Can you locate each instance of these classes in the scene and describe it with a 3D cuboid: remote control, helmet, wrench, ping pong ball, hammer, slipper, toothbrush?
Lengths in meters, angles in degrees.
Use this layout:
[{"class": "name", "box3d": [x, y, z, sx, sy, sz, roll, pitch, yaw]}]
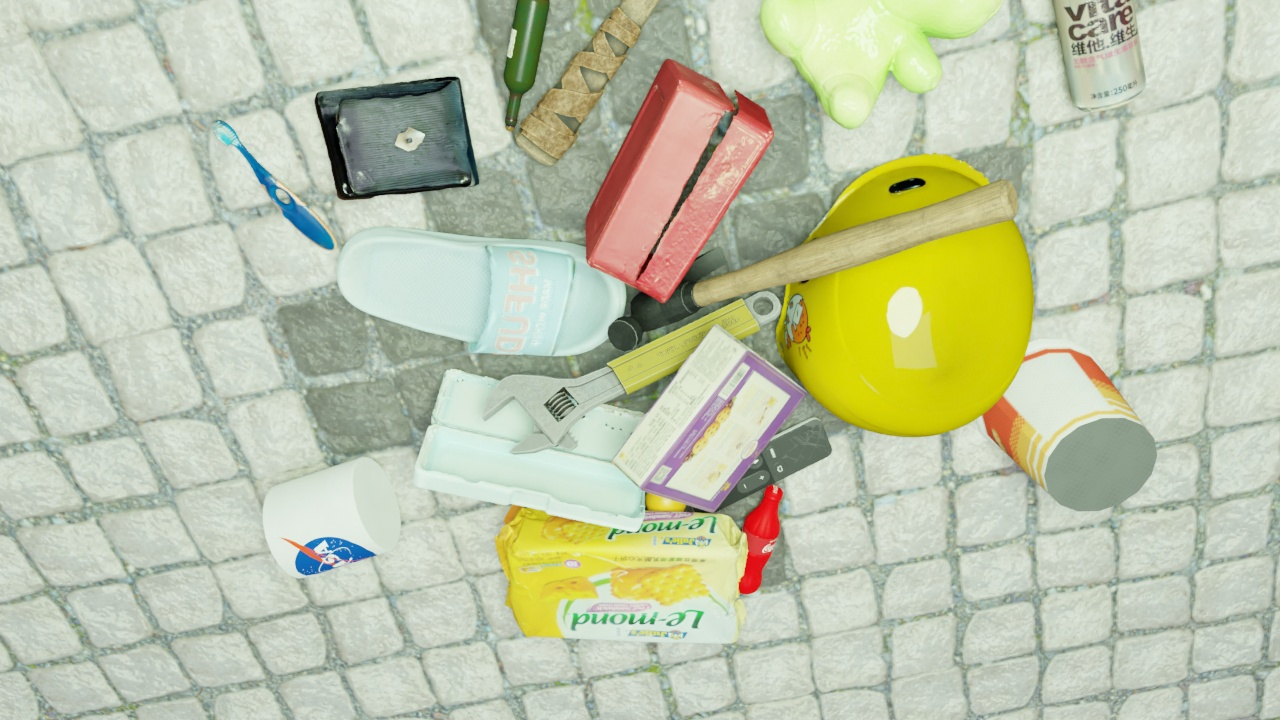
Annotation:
[{"class": "remote control", "box3d": [0.113, 0.103, 0.881, 0.146, 0.008, 0.045, -26, 114, 0]}, {"class": "helmet", "box3d": [0.231, -0.038, 0.757, 0.209, 0.139, 0.240, 10, 115, -7]}, {"class": "wrench", "box3d": [-0.005, 0.004, 0.787, 0.273, 0.018, 0.083, -27, 71, -3]}, {"class": "ping pong ball", "box3d": [0.025, 0.135, 0.890, 0.040, 0.040, 0.040, -1, 116, -2]}, {"class": "hammer", "box3d": [0.126, -0.076, 0.693, 0.306, 0.132, 0.040, -15, 106, 35]}, {"class": "slipper", "box3d": [-0.136, -0.053, 0.775, 0.245, 0.074, 0.104, 9, 116, -5]}, {"class": "toothbrush", "box3d": [-0.301, -0.142, 0.757, 0.022, 0.017, 0.135, -33, 112, 16]}, {"class": "hammer", "box3d": [0.008, -0.282, 0.686, 0.121, 0.048, 0.319, 35, 112, -14]}]

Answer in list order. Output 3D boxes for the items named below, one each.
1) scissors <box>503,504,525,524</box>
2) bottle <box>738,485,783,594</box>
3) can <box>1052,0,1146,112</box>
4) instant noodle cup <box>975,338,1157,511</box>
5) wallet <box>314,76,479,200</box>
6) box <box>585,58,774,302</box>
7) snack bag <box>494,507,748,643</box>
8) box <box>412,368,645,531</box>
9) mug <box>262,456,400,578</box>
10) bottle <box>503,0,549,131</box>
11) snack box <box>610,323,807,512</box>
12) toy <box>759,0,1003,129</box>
[{"class": "scissors", "box3d": [-0.096, 0.113, 0.892, 0.128, 0.011, 0.125, -25, 114, 12]}, {"class": "bottle", "box3d": [0.117, 0.177, 0.916, 0.036, 0.036, 0.119, 11, 115, -7]}, {"class": "can", "box3d": [0.346, -0.262, 0.698, 0.054, 0.054, 0.136, -21, 115, 8]}, {"class": "instant noodle cup", "box3d": [0.382, 0.062, 0.820, 0.123, 0.121, 0.123, -1, 116, -2]}, {"class": "wallet", "box3d": [-0.193, -0.177, 0.737, 0.115, 0.026, 0.089, -5, 116, 1]}, {"class": "box", "box3d": [0.024, -0.140, 0.708, 0.092, 0.129, 0.158, 28, 111, -14]}, {"class": "snack bag", "box3d": [-0.018, 0.205, 0.885, 0.247, 0.068, 0.160, 2, 135, 3]}, {"class": "box", "box3d": [-0.090, 0.079, 0.810, 0.197, 0.134, 0.041, 14, 127, -9]}, {"class": "mug", "box3d": [-0.283, 0.153, 0.870, 0.090, 0.091, 0.121, -18, 150, 7]}, {"class": "bottle", "box3d": [-0.092, -0.231, 0.715, 0.025, 0.025, 0.106, 12, 115, -8]}, {"class": "snack box", "box3d": [0.064, 0.056, 0.791, 0.143, 0.040, 0.148, -53, 147, 5]}, {"class": "toy", "box3d": [0.188, -0.273, 0.668, 0.197, 0.107, 0.150, -39, 88, 6]}]
